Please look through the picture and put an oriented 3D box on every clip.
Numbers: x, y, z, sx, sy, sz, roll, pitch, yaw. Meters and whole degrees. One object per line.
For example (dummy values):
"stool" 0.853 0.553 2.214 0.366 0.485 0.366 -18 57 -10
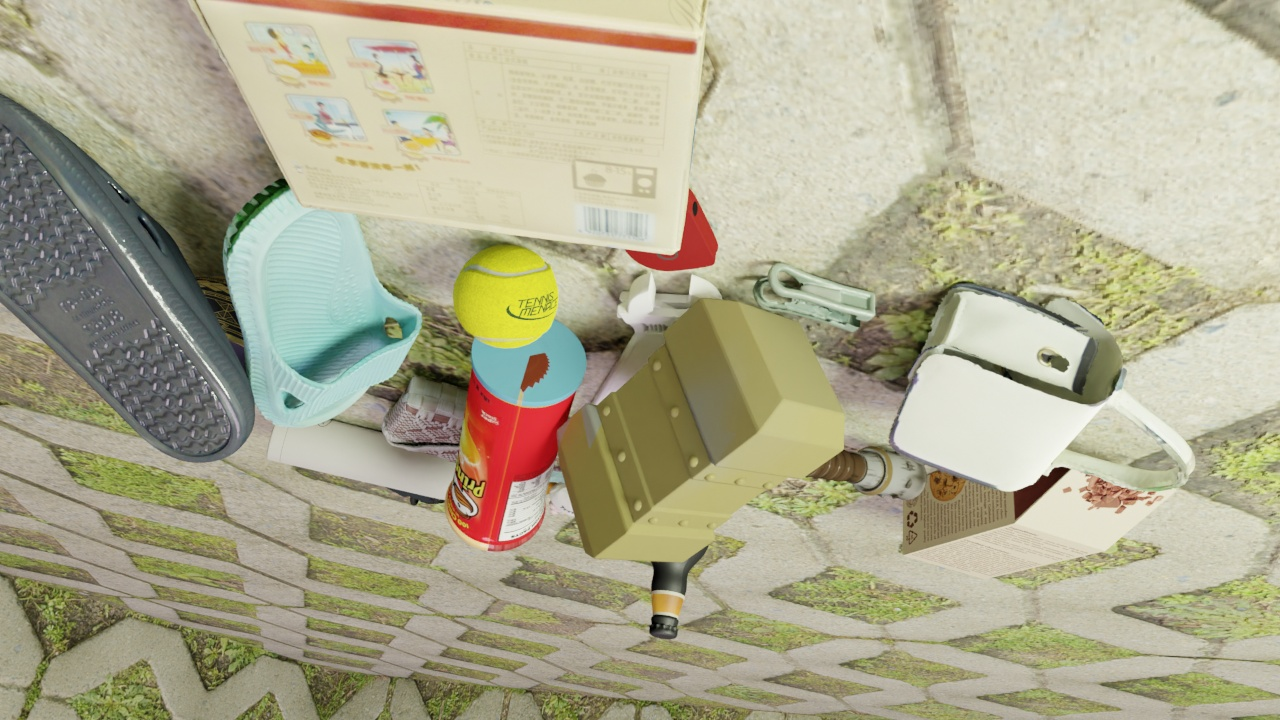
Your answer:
"clip" 0.109 -0.039 0.575 0.076 0.023 0.043 14 152 -15

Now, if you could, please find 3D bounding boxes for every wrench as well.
"wrench" -0.004 0.004 0.702 0.066 0.018 0.274 13 154 -9

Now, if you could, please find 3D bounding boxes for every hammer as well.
"hammer" 0.120 0.074 0.694 0.324 0.100 0.191 14 135 -42

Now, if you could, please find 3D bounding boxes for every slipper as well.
"slipper" -0.331 -0.058 0.579 0.111 0.083 0.268 -23 113 22
"slipper" -0.210 -0.018 0.618 0.069 0.115 0.277 42 152 13

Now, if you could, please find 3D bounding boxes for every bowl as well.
"bowl" -0.314 -0.027 0.684 0.112 0.061 0.113 7 153 3

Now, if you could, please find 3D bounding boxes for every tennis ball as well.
"tennis ball" -0.085 -0.041 0.582 0.065 0.065 0.065 7 153 3

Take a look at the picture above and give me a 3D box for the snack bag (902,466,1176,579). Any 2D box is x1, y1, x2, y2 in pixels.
"snack bag" 0.327 0.123 0.776 0.094 0.069 0.207 18 152 -18

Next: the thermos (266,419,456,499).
"thermos" -0.256 0.101 0.929 0.224 0.052 0.052 16 153 -14

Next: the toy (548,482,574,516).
"toy" -0.054 0.139 0.933 0.075 0.037 0.126 13 145 -34

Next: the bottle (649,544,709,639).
"bottle" 0.030 0.143 0.779 0.059 0.181 0.059 7 154 3

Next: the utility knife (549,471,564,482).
"utility knife" -0.007 0.117 0.884 0.206 0.015 0.031 8 132 -26

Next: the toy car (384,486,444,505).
"toy car" -0.256 0.129 1.004 0.046 0.034 0.112 -8 148 29

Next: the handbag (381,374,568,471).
"handbag" -0.138 0.072 0.843 0.185 0.047 0.124 17 153 -19

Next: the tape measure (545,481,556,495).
"tape measure" -0.116 0.121 0.952 0.059 0.030 0.068 15 153 -7

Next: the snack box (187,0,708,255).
"snack box" -0.077 -0.124 0.426 0.207 0.055 0.153 8 153 3

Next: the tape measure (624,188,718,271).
"tape measure" 0.013 -0.077 0.533 0.051 0.019 0.059 -3 144 26

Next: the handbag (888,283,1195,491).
"handbag" 0.261 0.031 0.588 0.176 0.073 0.151 22 155 16

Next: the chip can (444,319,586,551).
"chip can" -0.102 0.063 0.719 0.087 0.086 0.214 12 139 -7
